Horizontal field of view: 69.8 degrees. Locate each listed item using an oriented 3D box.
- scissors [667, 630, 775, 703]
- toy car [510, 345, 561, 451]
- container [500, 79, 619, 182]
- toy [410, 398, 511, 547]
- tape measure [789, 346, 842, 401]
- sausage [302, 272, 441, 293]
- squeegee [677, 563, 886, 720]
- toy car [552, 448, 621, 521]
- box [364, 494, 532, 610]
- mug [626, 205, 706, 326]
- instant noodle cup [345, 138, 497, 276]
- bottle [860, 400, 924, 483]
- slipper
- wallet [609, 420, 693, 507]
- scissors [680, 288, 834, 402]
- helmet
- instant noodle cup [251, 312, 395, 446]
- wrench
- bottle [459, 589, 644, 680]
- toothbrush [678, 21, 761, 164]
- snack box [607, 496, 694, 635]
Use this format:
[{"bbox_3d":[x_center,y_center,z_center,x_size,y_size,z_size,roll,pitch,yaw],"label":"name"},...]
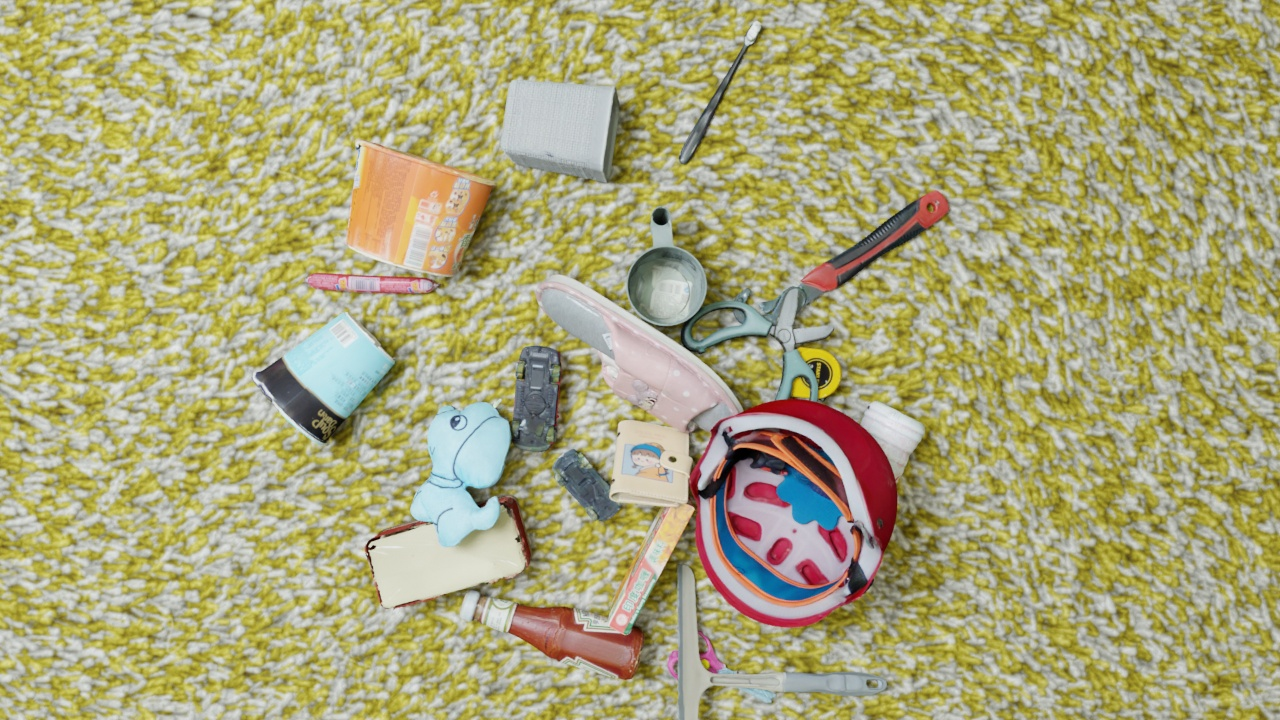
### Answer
[{"bbox_3d":[0.098,0.355,1.051,0.135,0.017,0.063,25,78,-5],"label":"scissors"},{"bbox_3d":[-0.115,0.042,1.026,0.053,0.045,0.120,8,97,1],"label":"toy car"},{"bbox_3d":[-0.087,-0.252,1.001,0.114,0.090,0.090,9,90,3],"label":"container"},{"bbox_3d":[-0.190,0.112,0.994,0.161,0.050,0.156,35,74,33],"label":"toy"},{"bbox_3d":[0.198,0.015,1.034,0.057,0.029,0.060,6,92,18],"label":"tape measure"},{"bbox_3d":[-0.303,-0.086,1.035,0.156,0.020,0.020,2,91,0],"label":"sausage"},{"bbox_3d":[0.156,0.362,1.035,0.246,0.039,0.246,5,68,-10],"label":"squeegee"},{"bbox_3d":[-0.060,0.140,1.034,0.043,0.034,0.090,-43,93,-2],"label":"toy car"},{"bbox_3d":[-0.210,0.214,1.011,0.168,0.079,0.091,-16,90,0],"label":"box"},{"bbox_3d":[0.025,-0.097,0.996,0.083,0.103,0.124,-4,90,0],"label":"mug"},{"bbox_3d":[-0.240,-0.159,0.976,0.151,0.151,0.111,17,99,-1],"label":"instant noodle cup"},{"bbox_3d":[0.242,0.144,1.023,0.068,0.068,0.197,28,94,-1],"label":"bottle"},{"bbox_3d":[-0.006,0.006,0.998,0.274,0.114,0.054,37,64,1],"label":"slipper"},{"bbox_3d":[0.014,0.113,1.002,0.087,0.115,0.024,6,126,0],"label":"wallet"},{"bbox_3d":[0.126,0.002,1.026,0.170,0.019,0.173,5,93,13],"label":"scissors"},{"bbox_3d":[0.166,0.146,0.948,0.207,0.143,0.241,32,127,24],"label":"helmet"},{"bbox_3d":[-0.337,0.014,1.001,0.120,0.111,0.111,-44,91,-9],"label":"instant noodle cup"},{"bbox_3d":[0.229,-0.112,1.041,0.273,0.016,0.056,-30,92,1],"label":"wrench"},{"bbox_3d":[-0.099,0.301,1.026,0.206,0.060,0.060,17,91,0],"label":"bottle"},{"bbox_3d":[0.090,-0.302,1.037,0.015,0.018,0.181,29,92,-4],"label":"toothbrush"},{"bbox_3d":[0.011,0.220,1.015,0.027,0.077,0.156,28,90,-1],"label":"snack box"}]
